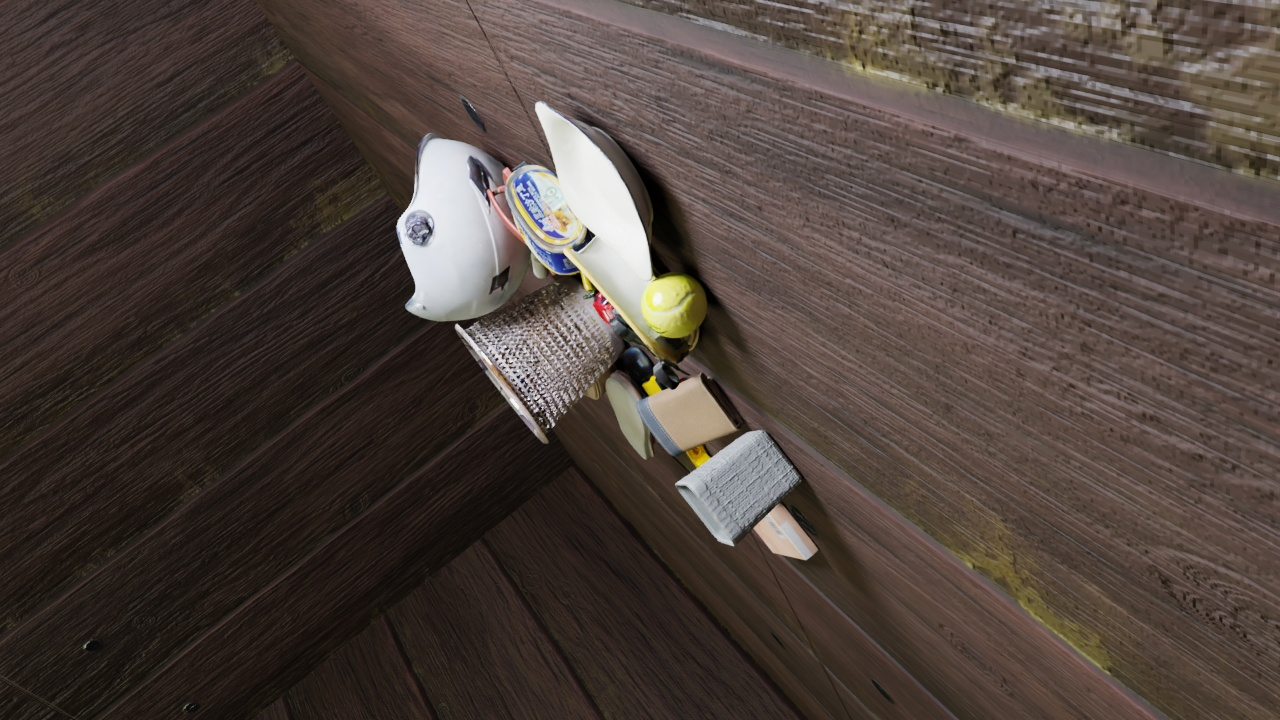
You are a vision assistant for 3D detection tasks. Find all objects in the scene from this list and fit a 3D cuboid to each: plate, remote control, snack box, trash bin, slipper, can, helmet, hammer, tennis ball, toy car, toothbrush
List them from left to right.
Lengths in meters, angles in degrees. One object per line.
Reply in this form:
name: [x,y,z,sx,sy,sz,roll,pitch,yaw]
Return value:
helmet: [-0.227,-0.178,1.275,0.228,0.146,0.259,-61,-24,-73]
toothbrush: [-0.158,-0.173,1.420,0.221,0.026,0.026,106,158,-76]
trash bin: [-0.141,-0.018,1.404,0.227,0.192,0.228,50,169,12]
can: [-0.109,-0.169,1.094,0.148,0.074,0.049,56,172,30]
plate: [-0.034,-0.168,0.887,0.163,0.034,0.164,46,164,32]
toy car: [-0.024,-0.066,1.173,0.053,0.045,0.120,54,167,-19]
remote control: [-0.008,0.008,1.393,0.053,0.024,0.136,51,169,2]
slipper: [-0.003,0.092,1.562,0.114,0.054,0.275,47,166,25]
tennis ball: [0.033,-0.055,0.908,0.065,0.065,0.065,50,169,13]
hammer: [0.134,0.165,1.297,0.129,0.032,0.301,52,169,-8]
snack box: [0.193,0.239,1.300,0.084,0.026,0.157,51,169,1]

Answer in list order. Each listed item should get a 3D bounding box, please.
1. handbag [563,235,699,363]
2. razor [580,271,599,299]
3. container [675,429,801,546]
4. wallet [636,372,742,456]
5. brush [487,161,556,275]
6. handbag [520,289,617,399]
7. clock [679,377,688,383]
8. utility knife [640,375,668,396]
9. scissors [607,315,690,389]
handbag: [0.003,-0.072,1.039,0.163,0.063,0.178,49,-176,13]
razor: [-0.104,-0.143,1.290,0.132,0.028,0.043,50,-158,-2]
container: [0.117,0.145,1.081,0.090,0.114,0.090,52,169,0]
wallet: [0.059,0.068,1.140,0.116,0.033,0.090,-27,104,42]
brush: [-0.132,-0.179,1.180,0.146,0.069,0.063,51,170,4]
handbag: [-0.126,-0.025,1.570,0.204,0.099,0.148,45,165,14]
clock: [0.060,0.072,1.232,0.082,0.055,0.122,51,166,3]
utility knife: [0.020,0.039,1.402,0.033,0.015,0.192,59,171,-2]
scissors: [0.017,-0.006,1.029,0.159,0.014,0.178,42,-171,-27]
